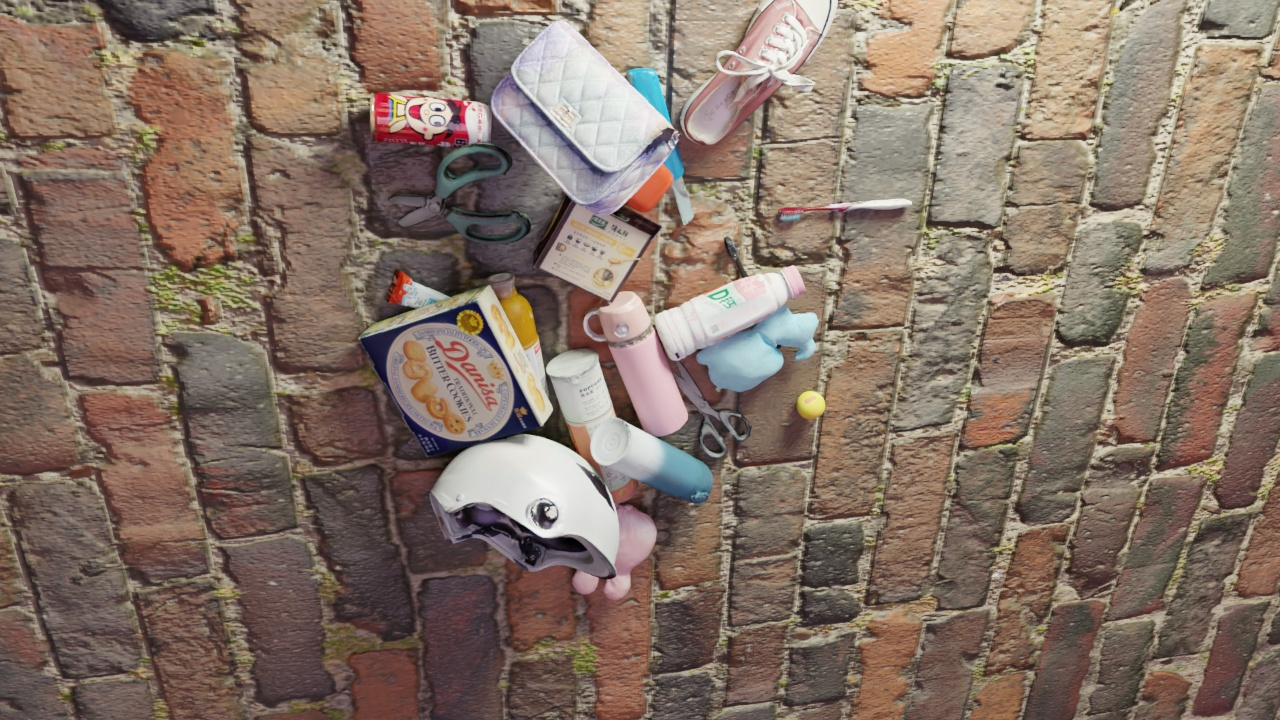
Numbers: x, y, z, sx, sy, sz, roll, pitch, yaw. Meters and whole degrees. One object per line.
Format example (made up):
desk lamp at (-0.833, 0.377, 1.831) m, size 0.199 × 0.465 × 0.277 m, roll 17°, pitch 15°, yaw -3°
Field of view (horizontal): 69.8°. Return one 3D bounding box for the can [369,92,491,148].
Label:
can at (-0.237, -0.270, 1.039) m, size 0.132 × 0.053 × 0.053 m, roll 2°, pitch 114°, yaw -13°

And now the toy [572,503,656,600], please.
toy at (-0.044, 0.276, 1.337) m, size 0.121 × 0.054 × 0.160 m, roll 15°, pitch 110°, yaw -11°

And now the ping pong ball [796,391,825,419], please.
ping pong ball at (0.243, 0.064, 1.311) m, size 0.040 × 0.040 × 0.040 m, roll -5°, pitch 115°, yaw -11°

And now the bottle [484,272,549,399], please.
bottle at (-0.162, -0.017, 1.166) m, size 0.068 × 0.068 × 0.190 m, roll -11°, pitch 116°, yaw -8°

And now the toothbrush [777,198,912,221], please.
toothbrush at (0.271, -0.198, 1.210) m, size 0.187 × 0.016 × 0.017 m, roll -6°, pitch 123°, yaw -10°

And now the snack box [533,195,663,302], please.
snack box at (-0.054, -0.148, 1.130) m, size 0.113 × 0.053 × 0.126 m, roll 24°, pitch 116°, yaw -21°

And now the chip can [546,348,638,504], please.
chip can at (-0.062, 0.093, 1.238) m, size 0.071 × 0.071 × 0.215 m, roll -19°, pitch 117°, yaw -4°

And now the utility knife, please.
utility knife at (0.030, -0.259, 1.125) m, size 0.034 × 0.018 × 0.205 m, roll -16°, pitch 118°, yaw 8°

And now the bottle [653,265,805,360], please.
bottle at (0.118, -0.066, 1.198) m, size 0.197 × 0.068 × 0.068 m, roll -23°, pitch 117°, yaw 5°

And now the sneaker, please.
sneaker at (0.145, -0.345, 1.071) m, size 0.118 × 0.087 × 0.241 m, roll 39°, pitch 102°, yaw -25°

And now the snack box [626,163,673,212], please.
snack box at (-0.013, -0.224, 1.093) m, size 0.080 × 0.091 × 0.082 m, roll 36°, pitch 101°, yaw -32°

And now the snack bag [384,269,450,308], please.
snack bag at (-0.263, -0.074, 1.140) m, size 0.104 × 0.026 × 0.048 m, roll 19°, pitch 115°, yaw -21°

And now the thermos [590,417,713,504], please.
thermos at (0.023, 0.140, 1.240) m, size 0.070 × 0.070 × 0.220 m, roll -47°, pitch 138°, yaw 10°

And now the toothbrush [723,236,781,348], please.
toothbrush at (0.153, -0.087, 1.234) m, size 0.014 × 0.017 × 0.189 m, roll -25°, pitch 119°, yaw 9°

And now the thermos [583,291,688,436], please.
thermos at (-0.007, 0.007, 1.217) m, size 0.087 × 0.067 × 0.199 m, roll -15°, pitch 119°, yaw 15°

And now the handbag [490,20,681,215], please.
handbag at (-0.066, -0.265, 1.014) m, size 0.134 × 0.075 × 0.194 m, roll -45°, pitch 76°, yaw 8°

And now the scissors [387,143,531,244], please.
scissors at (-0.204, -0.180, 1.095) m, size 0.175 × 0.019 × 0.176 m, roll -25°, pitch 133°, yaw 20°

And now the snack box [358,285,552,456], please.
snack box at (-0.228, 0.017, 1.135) m, size 0.183 × 0.045 × 0.178 m, roll -16°, pitch 113°, yaw 22°

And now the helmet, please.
helmet at (-0.137, 0.180, 1.200) m, size 0.258 × 0.145 × 0.229 m, roll 16°, pitch 155°, yaw 2°

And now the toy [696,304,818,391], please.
toy at (0.158, -0.012, 1.251) m, size 0.161 × 0.049 × 0.156 m, roll 15°, pitch 115°, yaw -23°

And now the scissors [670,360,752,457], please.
scissors at (0.084, 0.070, 1.294) m, size 0.170 × 0.014 × 0.151 m, roll 12°, pitch 110°, yaw -18°
